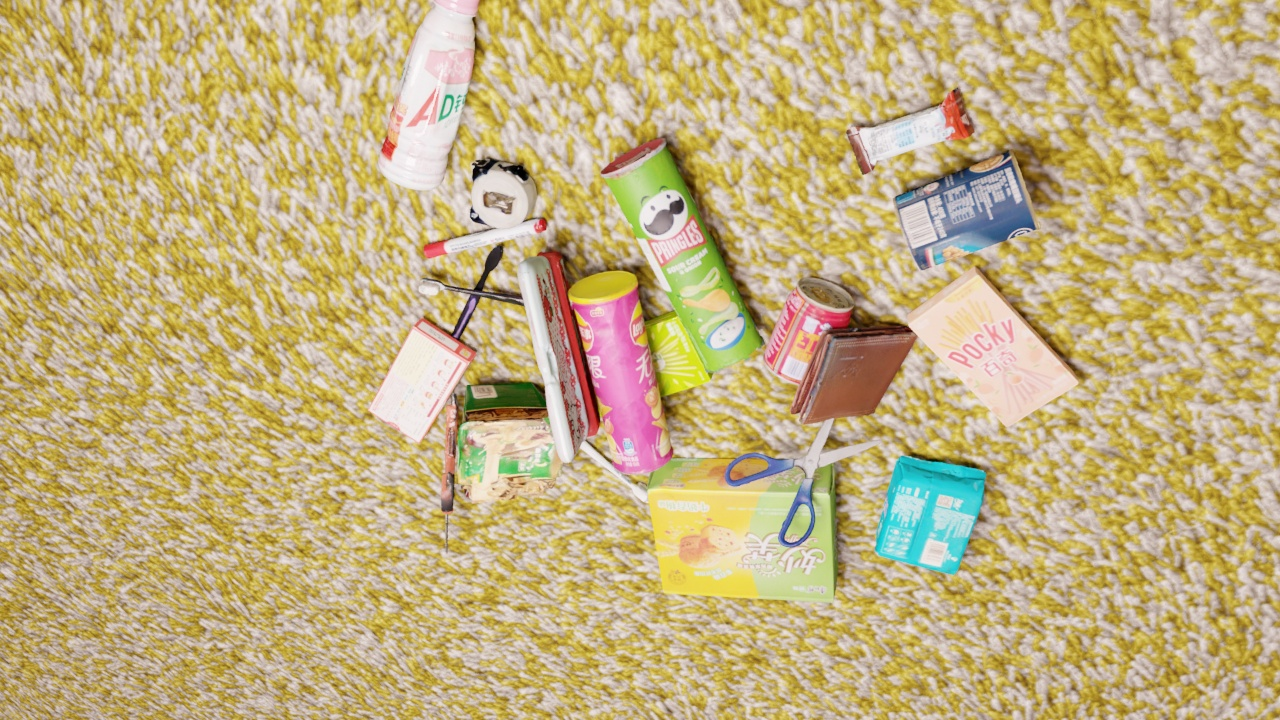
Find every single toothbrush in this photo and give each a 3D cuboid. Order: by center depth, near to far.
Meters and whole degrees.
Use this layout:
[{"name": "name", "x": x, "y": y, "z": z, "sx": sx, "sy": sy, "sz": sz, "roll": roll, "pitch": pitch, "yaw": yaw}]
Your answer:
[{"name": "toothbrush", "x": -0.155, "y": -0.068, "z": 1.010, "sx": 0.181, "sy": 0.018, "sz": 0.016, "roll": 9, "pitch": 126, "yaw": -1}, {"name": "toothbrush", "x": -0.193, "y": -0.060, "z": 1.042, "sx": 0.014, "sy": 0.016, "sz": 0.189, "roll": 33, "pitch": 125, "yaw": -2}, {"name": "toothbrush", "x": -0.055, "y": 0.109, "z": 1.100, "sx": 0.180, "sy": 0.016, "sz": 0.016, "roll": 40, "pitch": 118, "yaw": -7}]

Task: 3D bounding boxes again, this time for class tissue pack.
[{"name": "tissue pack", "x": 0.317, "y": 0.168, "z": 1.012, "sx": 0.093, "sy": 0.050, "sz": 0.134, "roll": 13, "pitch": 121, "yaw": 10}]

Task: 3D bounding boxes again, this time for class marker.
[{"name": "marker", "x": -0.168, "y": -0.132, "z": 0.990, "sx": 0.145, "sy": 0.017, "sz": 0.017, "roll": -10, "pitch": 116, "yaw": 20}]

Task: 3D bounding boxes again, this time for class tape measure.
[{"name": "tape measure", "x": -0.142, "y": -0.171, "z": 0.950, "sx": 0.066, "sy": 0.033, "sz": 0.066, "roll": 12, "pitch": 123, "yaw": 8}]

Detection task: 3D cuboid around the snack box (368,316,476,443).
[{"name": "snack box", "x": -0.262, "y": 0.026, "z": 1.094, "sx": 0.077, "sy": 0.026, "sz": 0.156, "roll": 34, "pitch": 125, "yaw": -6}]

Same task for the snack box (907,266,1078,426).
[{"name": "snack box", "x": 0.350, "y": -0.011, "z": 0.915, "sx": 0.157, "sy": 0.026, "sz": 0.085, "roll": 43, "pitch": 120, "yaw": -11}]

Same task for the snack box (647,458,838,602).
[{"name": "snack box", "x": 0.121, "y": 0.196, "z": 1.068, "sx": 0.210, "sy": 0.069, "sz": 0.158, "roll": 0, "pitch": 118, "yaw": 16}]

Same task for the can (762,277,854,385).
[{"name": "can", "x": 0.170, "y": -0.030, "z": 0.928, "sx": 0.066, "sy": 0.066, "sz": 0.094, "roll": 20, "pitch": 122, "yaw": 3}]

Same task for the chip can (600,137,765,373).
[{"name": "chip can", "x": 0.045, "y": -0.101, "z": 0.919, "sx": 0.072, "sy": 0.072, "sz": 0.236, "roll": -19, "pitch": 113, "yaw": 24}]

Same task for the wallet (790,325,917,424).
[{"name": "wallet", "x": 0.215, "y": 0.012, "z": 0.924, "sx": 0.124, "sy": 0.032, "sz": 0.101, "roll": -5, "pitch": 127, "yaw": -34}]

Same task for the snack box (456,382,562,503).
[{"name": "snack box", "x": -0.156, "y": 0.082, "z": 1.045, "sx": 0.118, "sy": 0.105, "sz": 0.118, "roll": -2, "pitch": 123, "yaw": -19}]

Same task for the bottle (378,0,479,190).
[{"name": "bottle", "x": -0.202, "y": -0.267, "z": 0.896, "sx": 0.068, "sy": 0.068, "sz": 0.197, "roll": 25, "pitch": 118, "yaw": 0}]

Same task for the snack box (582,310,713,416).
[{"name": "snack box", "x": -0.006, "y": 0.006, "z": 1.019, "sx": 0.157, "sy": 0.026, "sz": 0.086, "roll": -18, "pitch": 112, "yaw": 24}]

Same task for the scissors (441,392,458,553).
[{"name": "scissors", "x": -0.226, "y": 0.148, "z": 1.086, "sx": 0.015, "sy": 0.189, "sz": 0.226, "roll": 2, "pitch": 111, "yaw": -11}]

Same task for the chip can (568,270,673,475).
[{"name": "chip can", "x": -0.017, "y": 0.016, "z": 0.969, "sx": 0.071, "sy": 0.071, "sz": 0.211, "roll": -5, "pitch": 117, "yaw": 17}]

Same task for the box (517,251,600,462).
[{"name": "box", "x": -0.081, "y": -0.010, "z": 0.933, "sx": 0.039, "sy": 0.158, "sz": 0.201, "roll": -12, "pitch": 100, "yaw": 1}]

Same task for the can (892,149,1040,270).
[{"name": "can", "x": 0.293, "y": -0.134, "z": 0.831, "sx": 0.111, "sy": 0.075, "sz": 0.075, "roll": -20, "pitch": 112, "yaw": 24}]

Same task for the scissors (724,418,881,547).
[{"name": "scissors", "x": 0.171, "y": 0.119, "z": 0.986, "sx": 0.174, "sy": 0.012, "sz": 0.162, "roll": 1, "pitch": 75, "yaw": 15}]

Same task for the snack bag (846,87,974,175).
[{"name": "snack bag", "x": 0.244, "y": -0.207, "z": 0.831, "sx": 0.104, "sy": 0.026, "sz": 0.048, "roll": -18, "pitch": 107, "yaw": 24}]
